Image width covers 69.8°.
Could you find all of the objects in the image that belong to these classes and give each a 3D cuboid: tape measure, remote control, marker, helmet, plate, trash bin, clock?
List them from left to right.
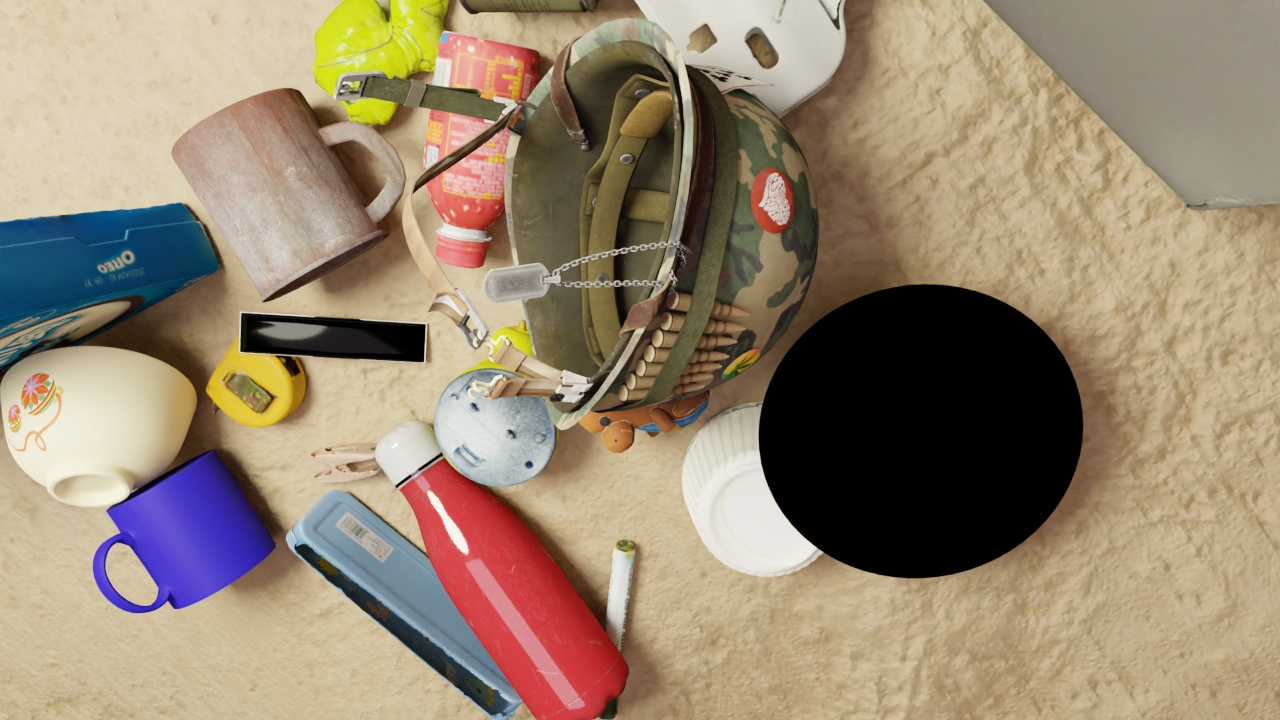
[{"bbox_3d":[-0.270,0.018,0.647,0.059,0.030,0.068,40,108,-3],"label":"tape measure"},{"bbox_3d":[-0.209,-0.015,0.624,0.124,0.012,0.028,3,95,-6],"label":"remote control"},{"bbox_3d":[-0.083,0.029,0.611,0.083,0.057,0.119,42,108,-5],"label":"clock"},{"bbox_3d":[-0.021,-0.067,0.475,0.236,0.192,0.225,-8,150,-14],"label":"helmet"},{"bbox_3d":[-0.019,0.200,0.676,0.017,0.017,0.146,8,108,5],"label":"marker"},{"bbox_3d":[0.161,0.051,0.524,0.184,0.036,0.184,2,107,7],"label":"plate"},{"bbox_3d":[0.281,-0.202,0.418,0.220,0.197,0.197,45,84,-14],"label":"trash bin"}]

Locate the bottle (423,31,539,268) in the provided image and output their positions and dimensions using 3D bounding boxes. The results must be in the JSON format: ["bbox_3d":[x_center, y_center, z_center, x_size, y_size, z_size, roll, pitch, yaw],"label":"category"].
[{"bbox_3d":[-0.102,-0.126,0.565,0.062,0.061,0.138,14,108,3],"label":"bottle"}]

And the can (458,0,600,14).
[{"bbox_3d":[-0.063,-0.241,0.510,0.074,0.089,0.090,2,107,7],"label":"can"}]

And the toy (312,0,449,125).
[{"bbox_3d":[-0.159,-0.193,0.567,0.093,0.036,0.094,-6,107,1],"label":"toy"}]

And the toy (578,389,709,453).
[{"bbox_3d":[-0.003,0.004,0.590,0.090,0.071,0.103,-13,84,-14],"label":"toy"}]

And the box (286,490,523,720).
[{"bbox_3d":[-0.168,0.184,0.666,0.210,0.066,0.052,40,114,-5],"label":"box"}]

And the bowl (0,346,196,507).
[{"bbox_3d":[-0.365,0.055,0.616,0.118,0.074,0.118,-10,146,-7],"label":"bowl"}]

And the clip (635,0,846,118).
[{"bbox_3d":[0.080,-0.216,0.525,0.151,0.089,0.125,-36,101,5],"label":"clip"}]

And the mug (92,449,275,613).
[{"bbox_3d":[-0.328,0.127,0.646,0.079,0.111,0.083,-19,105,38],"label":"mug"}]

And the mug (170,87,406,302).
[{"bbox_3d":[-0.210,-0.110,0.571,0.123,0.096,0.110,-29,105,7],"label":"mug"}]

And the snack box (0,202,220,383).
[{"bbox_3d":[-0.418,-0.019,0.568,0.239,0.195,0.056,-24,99,14],"label":"snack box"}]

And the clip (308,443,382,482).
[{"bbox_3d":[-0.210,0.077,0.661,0.061,0.025,0.049,24,109,1],"label":"clip"}]

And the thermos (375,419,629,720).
[{"bbox_3d":[-0.102,0.145,0.641,0.073,0.073,0.240,-35,91,16],"label":"thermos"}]

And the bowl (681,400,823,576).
[{"bbox_3d":[0.083,0.091,0.606,0.115,0.062,0.115,2,107,7],"label":"bowl"}]
